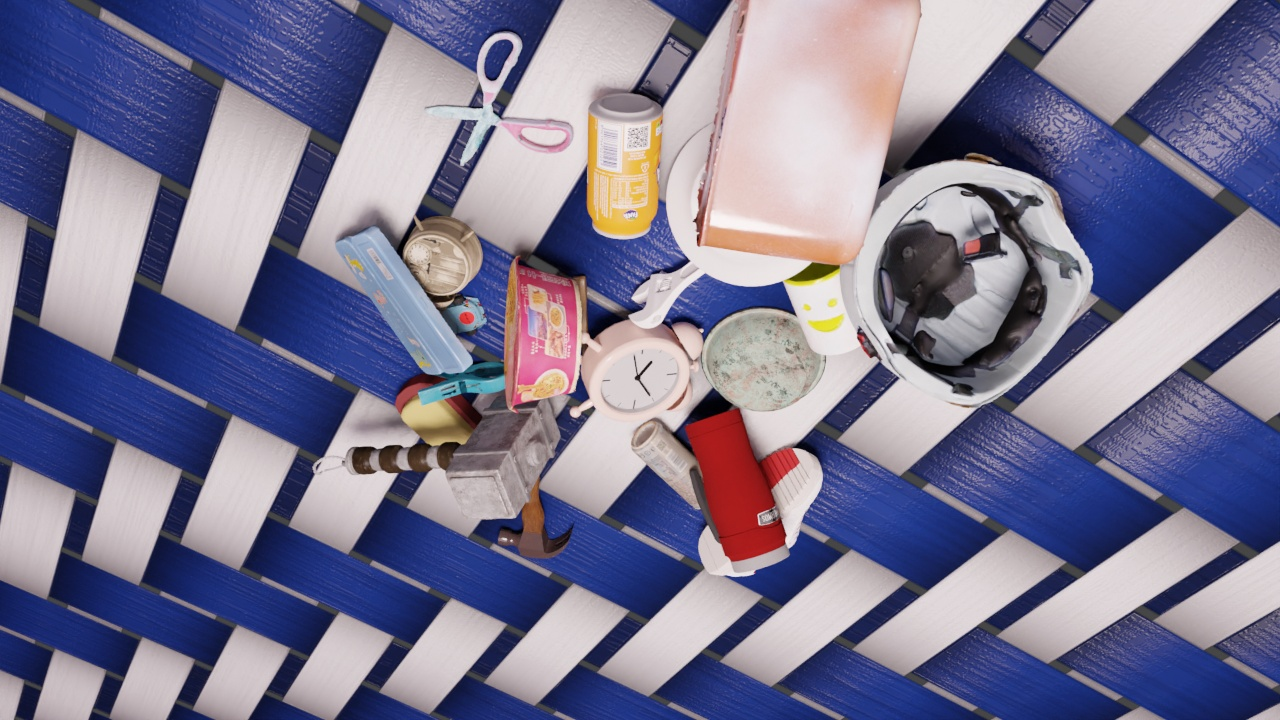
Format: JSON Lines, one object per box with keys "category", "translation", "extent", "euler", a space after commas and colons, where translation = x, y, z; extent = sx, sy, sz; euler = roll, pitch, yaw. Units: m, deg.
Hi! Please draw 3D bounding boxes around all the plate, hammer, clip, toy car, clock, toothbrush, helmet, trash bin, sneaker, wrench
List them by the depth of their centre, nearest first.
{"category": "trash bin", "translation": [0.148, -0.230, 0.866], "extent": [0.157, 0.181, 0.260], "euler": [10, 109, -1]}
{"category": "helmet", "translation": [0.315, -0.094, 0.970], "extent": [0.264, 0.163, 0.236], "euler": [36, 95, -20]}
{"category": "plate", "translation": [0.119, -0.172, 1.000], "extent": [0.189, 0.016, 0.189], "euler": [4, 107, 12]}
{"category": "wrench", "translation": [0.091, -0.126, 1.057], "extent": [0.274, 0.066, 0.018], "euler": [-36, 131, 24]}
{"category": "clock", "translation": [-0.247, -0.107, 1.120], "extent": [0.093, 0.054, 0.141], "euler": [15, 121, -2]}
{"category": "clock", "translation": [-0.007, 0.007, 1.155], "extent": [0.160, 0.086, 0.131], "euler": [-1, 128, -12]}
{"category": "toothbrush", "translation": [-0.073, -0.035, 1.172], "extent": [0.016, 0.016, 0.167], "euler": [3, 125, 7]}
{"category": "toy car", "translation": [-0.255, -0.051, 1.183], "extent": [0.108, 0.027, 0.060], "euler": [-8, 124, 15]}
{"category": "hammer", "translation": [-0.278, 0.127, 1.204], "extent": [0.327, 0.176, 0.079], "euler": [-5, 120, 20]}
{"category": "clip", "translation": [-0.232, 0.019, 1.225], "extent": [0.120, 0.103, 0.027], "euler": [-2, 129, 3]}
{"category": "sneaker", "translation": [0.189, 0.218, 1.281], "extent": [0.104, 0.090, 0.237], "euler": [18, 121, -32]}
{"category": "hammer", "translation": [-0.157, 0.166, 1.324], "extent": [0.115, 0.033, 0.324], "euler": [6, 126, 7]}

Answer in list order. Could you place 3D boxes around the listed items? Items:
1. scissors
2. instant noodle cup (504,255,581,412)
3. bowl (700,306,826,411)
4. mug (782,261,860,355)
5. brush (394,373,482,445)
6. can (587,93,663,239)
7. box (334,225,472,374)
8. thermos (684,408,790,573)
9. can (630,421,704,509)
{"category": "scissors", "translation": [-0.157, -0.284, 1.008], "extent": [0.170, 0.013, 0.173], "euler": [9, 128, 7]}
{"category": "instant noodle cup", "translation": [-0.117, -0.030, 1.100], "extent": [0.077, 0.178, 0.179], "euler": [2, 128, -13]}
{"category": "bowl", "translation": [0.153, 0.009, 1.153], "extent": [0.157, 0.038, 0.158], "euler": [4, 126, 6]}
{"category": "mug", "translation": [0.217, -0.071, 1.058], "extent": [0.083, 0.082, 0.106], "euler": [-16, 123, 19]}
{"category": "brush", "translation": [-0.267, 0.096, 1.283], "extent": [0.082, 0.041, 0.173], "euler": [-28, 117, 26]}
{"category": "can", "translation": [-0.018, -0.211, 0.996], "extent": [0.079, 0.079, 0.143], "euler": [6, 126, 4]}
{"category": "box", "translation": [-0.297, -0.067, 1.134], "extent": [0.126, 0.020, 0.209], "euler": [-6, 122, 49]}
{"category": "thermos", "translation": [0.116, 0.171, 1.195], "extent": [0.108, 0.083, 0.198], "euler": [-24, 82, 41]}
{"category": "can", "translation": [0.048, 0.143, 1.258], "extent": [0.054, 0.054, 0.135], "euler": [-34, 115, 28]}
